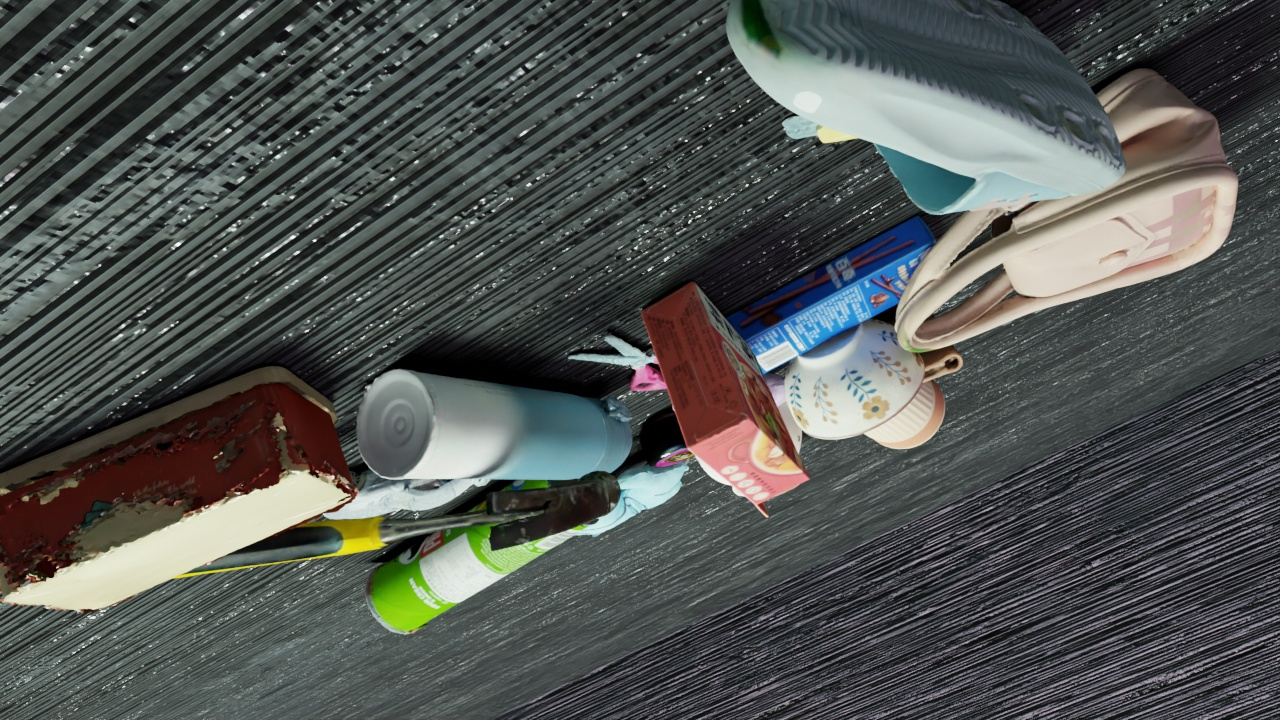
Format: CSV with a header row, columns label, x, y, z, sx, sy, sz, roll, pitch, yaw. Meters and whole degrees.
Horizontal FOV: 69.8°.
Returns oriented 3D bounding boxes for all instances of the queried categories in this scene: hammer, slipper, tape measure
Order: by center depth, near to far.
label,x,y,z,sx,sy,sz,roll,pitch,yaw
slipper,0.129,-0.111,0.407,0.244,0.104,0.074,0,146,-37
hammer,-0.179,0.107,0.569,0.323,0.032,0.126,-9,175,9
tape measure,0.028,0.069,0.815,0.057,0.039,0.058,-15,163,-16

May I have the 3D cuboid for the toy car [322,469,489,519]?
label,x,y,z,sx,sy,sz,roll,pitch,yaw
toy car,-0.170,0.091,0.665,0.120,0.036,0.054,-15,158,-14

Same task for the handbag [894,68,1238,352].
label,x,y,z,sx,sy,sz,roll,pitch,yaw
handbag,0.284,-0.079,0.649,0.235,0.093,0.193,-33,156,19

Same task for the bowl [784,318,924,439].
label,x,y,z,sx,sy,sz,roll,pitch,yaw
bowl,0.163,0.003,0.739,0.113,0.113,0.062,-29,115,13

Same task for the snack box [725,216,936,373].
label,x,y,z,sx,sy,sz,roll,pitch,yaw
snack box,0.143,-0.044,0.679,0.157,0.026,0.084,-28,158,12

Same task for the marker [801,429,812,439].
label,x,y,z,sx,sy,sz,roll,pitch,yaw
marker,0.147,0.081,0.946,0.018,0.015,0.124,-13,176,-25

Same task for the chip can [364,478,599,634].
label,x,y,z,sx,sy,sz,roll,pitch,yaw
chip can,-0.143,0.168,0.823,0.237,0.072,0.072,-33,157,24

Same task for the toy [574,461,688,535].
label,x,y,z,sx,sy,sz,roll,pitch,yaw
toy,-0.035,0.136,0.885,0.156,0.049,0.162,-11,160,-10

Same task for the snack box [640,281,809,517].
label,x,y,z,sx,sy,sz,roll,pitch,yaw
snack box,0.060,0.028,0.602,0.044,0.113,0.127,-30,142,14

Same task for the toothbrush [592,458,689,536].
label,x,y,z,sx,sy,sz,roll,pitch,yaw
toothbrush,-0.007,0.144,0.978,0.026,0.027,0.222,-35,170,-38

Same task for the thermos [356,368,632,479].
label,x,y,z,sx,sy,sz,roll,pitch,yaw
thermos,-0.083,0.047,0.612,0.070,0.070,0.220,-34,158,25

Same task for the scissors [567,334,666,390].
label,x,y,z,sx,sy,sz,roll,pitch,yaw
scissors,-0.006,0.004,0.662,0.137,0.017,0.096,3,154,-41

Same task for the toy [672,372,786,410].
label,x,y,z,sx,sy,sz,roll,pitch,yaw
toy,0.087,0.029,0.783,0.084,0.039,0.107,-20,169,35

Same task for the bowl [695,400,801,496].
label,x,y,z,sx,sy,sz,roll,pitch,yaw
bowl,0.104,0.089,0.867,0.118,0.064,0.118,-7,148,-5

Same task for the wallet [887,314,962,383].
label,x,y,z,sx,sy,sz,roll,pitch,yaw
wallet,0.207,0.001,0.787,0.115,0.020,0.101,-26,-159,13

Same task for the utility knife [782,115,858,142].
label,x,y,z,sx,sy,sz,roll,pitch,yaw
utility knife,0.152,-0.134,0.487,0.173,0.019,0.031,-18,154,-17

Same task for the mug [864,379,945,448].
label,x,y,z,sx,sy,sz,roll,pitch,yaw
mug,0.221,0.039,0.880,0.115,0.081,0.105,-22,154,27

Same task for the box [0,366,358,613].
label,x,y,z,sx,sy,sz,roll,pitch,yaw
box,-0.246,0.078,0.491,0.168,0.079,0.091,-23,160,-3
